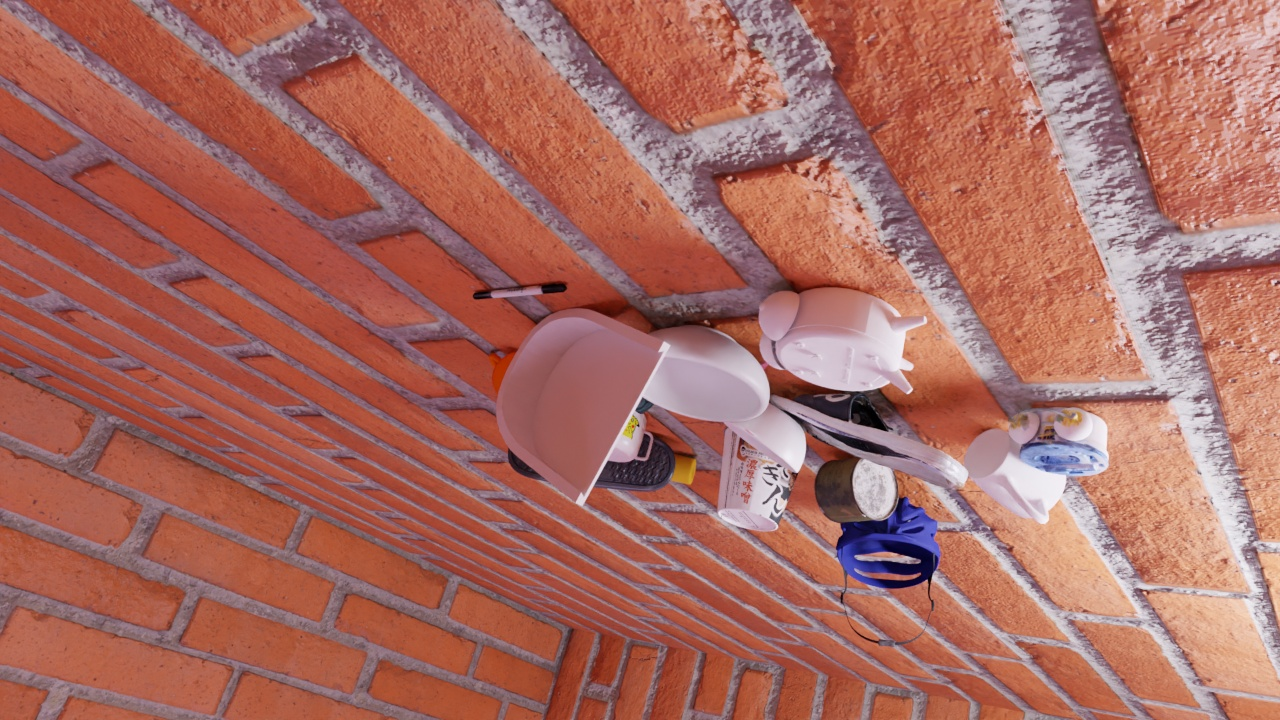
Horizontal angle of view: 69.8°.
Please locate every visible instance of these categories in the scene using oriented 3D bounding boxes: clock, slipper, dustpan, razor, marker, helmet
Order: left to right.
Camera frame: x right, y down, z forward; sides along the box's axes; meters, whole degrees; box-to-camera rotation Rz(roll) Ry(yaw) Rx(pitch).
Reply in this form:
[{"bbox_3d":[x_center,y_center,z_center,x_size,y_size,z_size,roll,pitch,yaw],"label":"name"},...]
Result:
[{"bbox_3d":[-0.146,-0.082,1.099,0.152,0.011,0.011,-2,150,37],"label":"marker"},{"bbox_3d":[-0.088,0.032,1.062,0.053,0.191,0.258,30,178,-27],"label":"dustpan"},{"bbox_3d":[-0.074,0.149,1.460,0.268,0.110,0.083,8,172,9],"label":"slipper"},{"bbox_3d":[-0.020,0.044,1.228,0.052,0.047,0.143,51,163,-12],"label":"razor"},{"bbox_3d":[0.200,-0.014,0.938,0.161,0.072,0.125,11,156,14],"label":"clock"},{"bbox_3d":[0.271,0.079,1.090,0.111,0.063,0.264,37,172,-38],"label":"slipper"},{"bbox_3d":[0.361,0.308,1.341,0.148,0.227,0.241,1,156,15],"label":"helmet"},{"bbox_3d":[0.458,0.084,1.003,0.089,0.051,0.125,-8,146,46],"label":"clock"}]

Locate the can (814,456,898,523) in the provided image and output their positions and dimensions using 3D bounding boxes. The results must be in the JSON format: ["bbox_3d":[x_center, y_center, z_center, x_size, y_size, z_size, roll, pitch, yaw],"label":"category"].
[{"bbox_3d":[0.298,0.178,1.268,0.090,0.089,0.075,29,154,-25],"label":"can"}]

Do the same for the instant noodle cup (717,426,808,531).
[{"bbox_3d":[0.164,0.169,1.297,0.123,0.121,0.124,14,156,6],"label":"instant noodle cup"}]

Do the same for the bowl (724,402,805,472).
[{"bbox_3d":[0.164,0.088,1.158,0.114,0.050,0.115,36,175,3],"label":"bowl"}]

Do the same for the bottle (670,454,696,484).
[{"bbox_3d":[0.016,0.165,1.487,0.144,0.043,0.043,10,156,15],"label":"bottle"}]

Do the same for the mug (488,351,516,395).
[{"bbox_3d":[-0.176,0.030,1.301,0.112,0.077,0.096,44,163,18],"label":"mug"}]

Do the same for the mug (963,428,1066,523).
[{"bbox_3d":[0.438,0.140,1.070,0.087,0.114,0.081,32,120,-18],"label":"mug"}]

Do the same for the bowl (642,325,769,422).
[{"bbox_3d":[0.069,0.006,1.076,0.176,0.066,0.177,14,156,6],"label":"bowl"}]

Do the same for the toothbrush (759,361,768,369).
[{"bbox_3d":[0.135,0.013,1.109,0.021,0.016,0.135,27,154,-19],"label":"toothbrush"}]

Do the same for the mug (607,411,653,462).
[{"bbox_3d":[-0.033,0.110,1.368,0.115,0.068,0.094,26,155,-19],"label":"mug"}]
